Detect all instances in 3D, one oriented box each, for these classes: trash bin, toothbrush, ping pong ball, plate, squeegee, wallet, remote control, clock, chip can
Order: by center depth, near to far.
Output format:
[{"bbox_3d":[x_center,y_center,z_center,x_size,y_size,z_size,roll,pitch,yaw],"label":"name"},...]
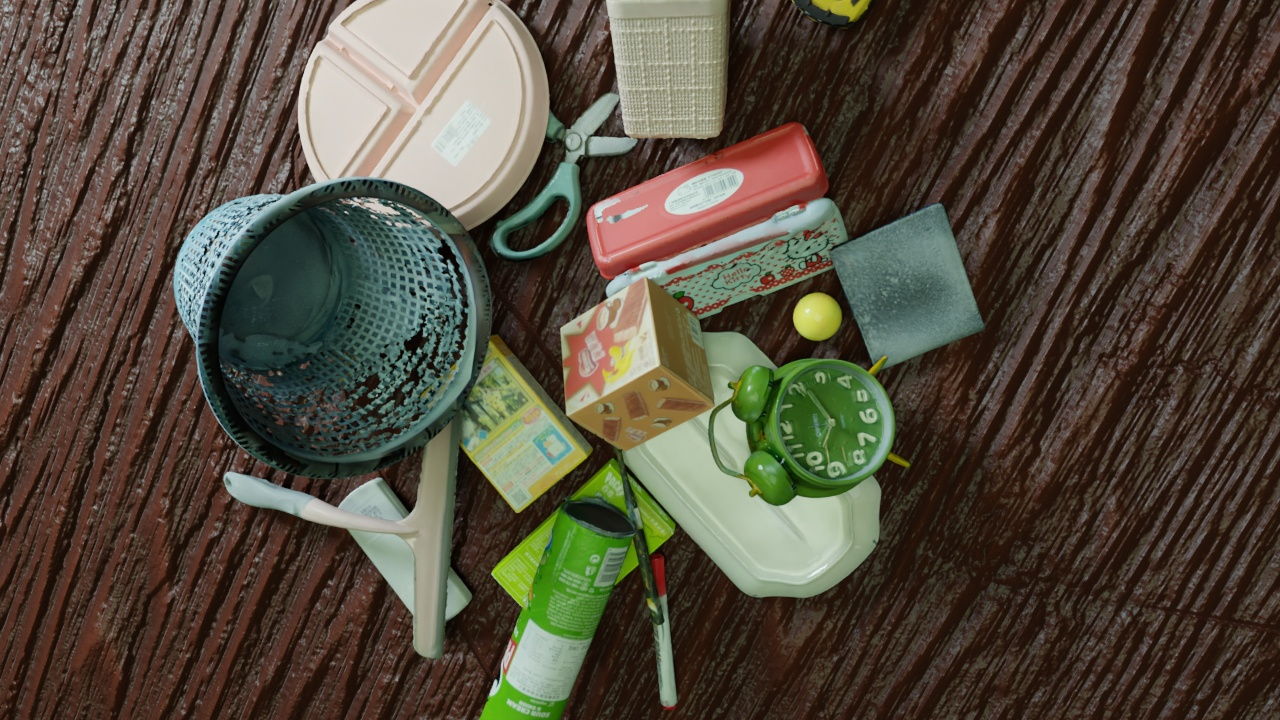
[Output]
[{"bbox_3d":[-0.265,-0.046,0.733,0.195,0.226,0.227,24,103,44],"label":"trash bin"},{"bbox_3d":[0.132,0.055,0.742,0.161,0.056,0.116,-9,81,-11],"label":"clock"},{"bbox_3d":[0.219,-0.059,0.751,0.097,0.019,0.121,-23,112,9],"label":"wallet"},{"bbox_3d":[0.148,-0.037,0.768,0.040,0.040,0.040,1,98,8],"label":"ping pong ball"},{"bbox_3d":[-0.191,-0.217,0.783,0.230,0.028,0.229,0,88,10],"label":"plate"},{"bbox_3d":[-0.074,0.236,0.795,0.072,0.072,0.236,22,102,5],"label":"chip can"},{"bbox_3d":[0.090,0.096,0.798,0.162,0.034,0.265,-41,90,12],"label":"plate"},{"bbox_3d":[-0.002,0.144,0.799,0.012,0.017,0.186,-16,97,-27],"label":"toothbrush"},{"bbox_3d":[-0.289,0.136,0.838,0.250,0.040,0.248,10,103,18],"label":"squeegee"},{"bbox_3d":[-0.222,0.181,0.861,0.058,0.021,0.150,-36,91,19],"label":"remote control"}]

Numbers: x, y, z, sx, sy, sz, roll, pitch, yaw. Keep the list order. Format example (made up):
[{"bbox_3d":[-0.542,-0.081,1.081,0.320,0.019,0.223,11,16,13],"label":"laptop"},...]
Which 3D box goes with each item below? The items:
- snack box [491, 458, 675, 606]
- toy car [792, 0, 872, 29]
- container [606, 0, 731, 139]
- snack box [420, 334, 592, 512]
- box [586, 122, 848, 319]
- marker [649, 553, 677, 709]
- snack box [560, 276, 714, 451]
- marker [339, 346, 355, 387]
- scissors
[{"bbox_3d":[-0.052,0.171,0.833,0.156,0.026,0.086,-44,91,12],"label":"snack box"},{"bbox_3d":[0.176,-0.339,0.723,0.071,0.041,0.156,32,100,3],"label":"toy car"},{"bbox_3d":[0.026,-0.239,0.720,0.090,0.090,0.111,2,126,8],"label":"container"},{"bbox_3d":[-0.120,0.057,0.826,0.087,0.033,0.140,-40,92,11],"label":"snack box"},{"bbox_3d":[0.064,-0.104,0.773,0.202,0.100,0.102,-20,56,12],"label":"box"},{"bbox_3d":[0.020,0.248,0.838,0.017,0.017,0.145,-4,97,9],"label":"marker"},{"bbox_3d":[-0.004,0.004,0.747,0.095,0.077,0.092,-29,48,26],"label":"snack box"},{"bbox_3d":[-0.251,-0.028,0.840,0.015,0.018,0.124,33,100,-2],"label":"marker"},{"bbox_3d":[-0.097,-0.179,0.786,0.181,0.019,0.170,41,97,13],"label":"scissors"}]
